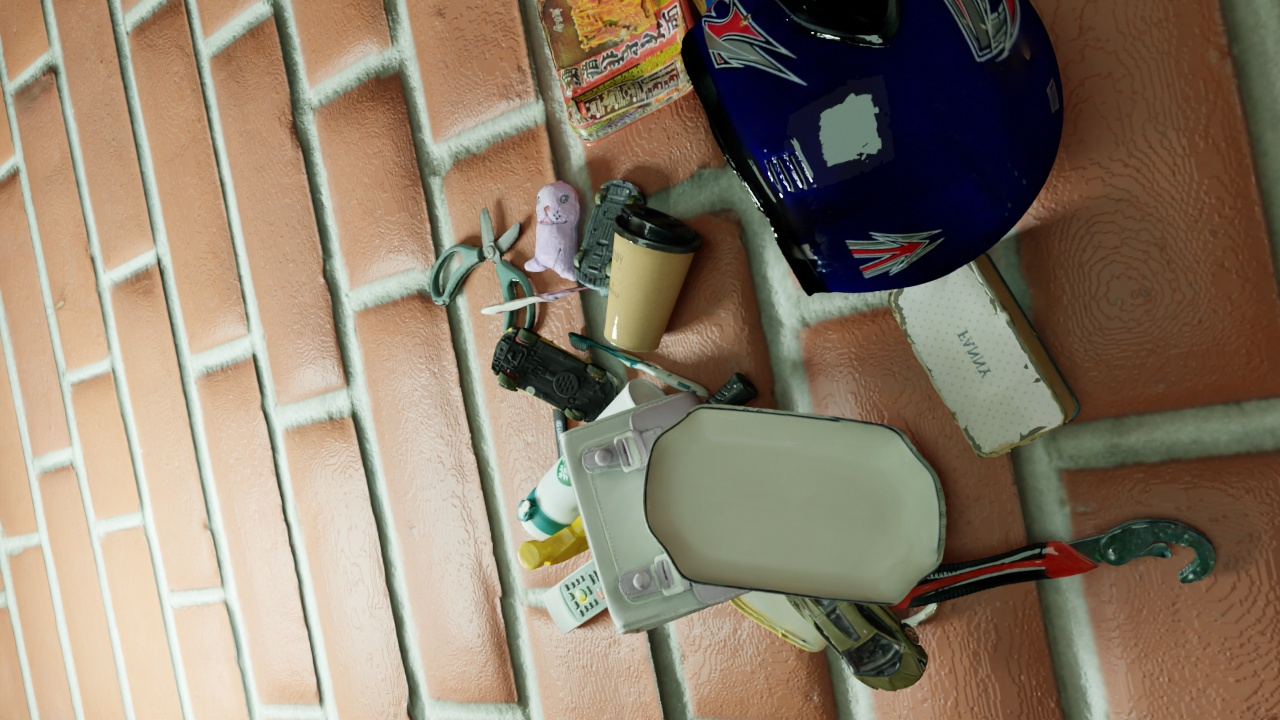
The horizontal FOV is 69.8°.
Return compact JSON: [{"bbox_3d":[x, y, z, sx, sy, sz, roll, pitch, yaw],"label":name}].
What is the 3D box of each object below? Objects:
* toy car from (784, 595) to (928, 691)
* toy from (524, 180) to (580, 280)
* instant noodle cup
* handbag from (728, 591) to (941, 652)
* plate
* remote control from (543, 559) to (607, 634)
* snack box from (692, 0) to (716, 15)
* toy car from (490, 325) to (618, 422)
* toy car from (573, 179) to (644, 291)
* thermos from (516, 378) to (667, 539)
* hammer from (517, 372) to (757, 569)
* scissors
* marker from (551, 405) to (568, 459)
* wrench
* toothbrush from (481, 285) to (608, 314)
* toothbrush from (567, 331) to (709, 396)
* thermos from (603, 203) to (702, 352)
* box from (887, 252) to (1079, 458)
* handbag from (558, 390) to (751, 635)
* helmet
[{"bbox_3d":[0.192,0.234,0.828,0.158,0.042,0.070,47,117,5],"label":"toy car"},{"bbox_3d":[-0.096,-0.147,1.028,0.084,0.038,0.108,12,104,38],"label":"toy"},{"bbox_3d":[-0.013,-0.329,0.926,0.165,0.079,0.188,-18,87,33],"label":"instant noodle cup"},{"bbox_3d":[0.190,0.203,0.878,0.179,0.063,0.164,33,114,10],"label":"handbag"},{"bbox_3d":[0.133,0.127,0.805,0.265,0.034,0.161,6,69,-2],"label":"plate"},{"bbox_3d":[-0.058,0.267,1.066,0.135,0.019,0.056,-40,74,31],"label":"remote control"},{"bbox_3d":[0.121,-0.370,0.859,0.157,0.026,0.084,-37,69,31],"label":"snack box"},{"bbox_3d":[-0.096,0.018,1.033,0.156,0.041,0.071,26,98,7],"label":"toy car"},{"bbox_3d":[-0.032,-0.134,0.988,0.054,0.036,0.120,19,94,33],"label":"toy car"},{"bbox_3d":[-0.055,0.116,1.012,0.225,0.073,0.073,-47,70,28],"label":"thermos"},{"bbox_3d":[0.003,0.120,0.965,0.301,0.128,0.033,-43,71,18],"label":"hammer"},{"bbox_3d":[-0.195,-0.093,1.113,0.179,0.019,0.170,-14,90,35],"label":"scissors"},{"bbox_3d":[-0.094,0.067,1.067,0.018,0.015,0.124,-3,94,32],"label":"marker"},{"bbox_3d":[0.330,0.177,0.779,0.274,0.016,0.056,-16,96,27],"label":"wrench"},{"bbox_3d":[-0.103,-0.069,1.044,0.188,0.016,0.017,-10,101,26],"label":"toothbrush"},{"bbox_3d":[-0.006,0.006,1.002,0.192,0.016,0.018,23,118,30],"label":"toothbrush"},{"bbox_3d":[0.006,-0.085,0.943,0.093,0.092,0.143,29,118,27],"label":"thermos"},{"bbox_3d":[0.292,-0.002,0.777,0.090,0.061,0.184,-32,80,33],"label":"box"},{"bbox_3d":[0.021,0.142,0.861,0.145,0.098,0.197,-21,72,4],"label":"handbag"},{"bbox_3d":[0.185,-0.208,0.721,0.241,0.247,0.315,-28,48,14],"label":"helmet"}]
